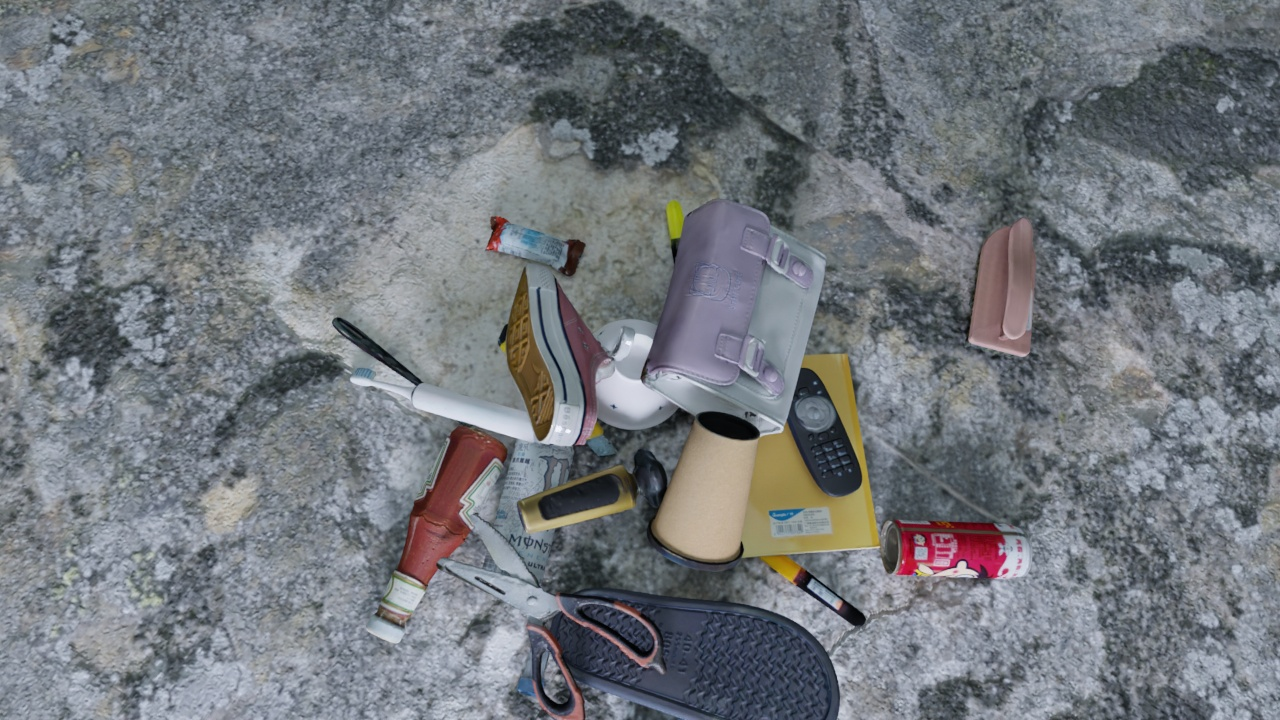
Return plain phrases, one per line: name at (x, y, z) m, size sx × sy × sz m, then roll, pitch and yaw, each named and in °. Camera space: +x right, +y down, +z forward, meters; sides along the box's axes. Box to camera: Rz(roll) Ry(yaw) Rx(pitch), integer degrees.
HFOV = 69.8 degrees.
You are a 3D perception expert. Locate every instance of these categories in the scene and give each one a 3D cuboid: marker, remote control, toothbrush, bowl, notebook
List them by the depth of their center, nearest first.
toothbrush at (-0.188, 0.041, 0.885) m, size 0.221 × 0.027 × 0.026 m, roll 14°, pitch 57°, yaw 19°
marker at (0.166, 0.220, 0.896) m, size 0.124 × 0.015 × 0.018 m, roll 35°, pitch 69°, yaw 5°
remote control at (0.177, 0.072, 0.914) m, size 0.053 × 0.024 × 0.136 m, roll -16°, pitch 70°, yaw -11°
bowl at (-0.005, 0.005, 0.918) m, size 0.118 × 0.065 × 0.118 m, roll 1°, pitch 74°, yaw -5°
toothbrush at (-0.240, 0.010, 0.923) m, size 0.181 × 0.018 × 0.015 m, roll 36°, pitch 77°, yaw 7°
notebook at (0.155, 0.091, 0.925) m, size 0.146 × 0.010 × 0.206 m, roll -3°, pitch 69°, yaw -6°
marker at (0.043, -0.112, 0.983) m, size 0.018 × 0.015 × 0.124 m, roll -7°, pitch 77°, yaw -6°

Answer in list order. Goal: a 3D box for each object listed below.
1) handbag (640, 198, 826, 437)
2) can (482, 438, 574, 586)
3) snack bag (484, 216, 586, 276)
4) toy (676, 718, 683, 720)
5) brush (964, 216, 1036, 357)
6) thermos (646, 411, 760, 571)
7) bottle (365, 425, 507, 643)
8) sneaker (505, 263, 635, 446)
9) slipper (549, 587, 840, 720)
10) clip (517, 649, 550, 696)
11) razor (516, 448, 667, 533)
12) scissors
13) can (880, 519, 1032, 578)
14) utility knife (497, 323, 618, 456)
handbag at (0.092, -0.041, 0.894) m, size 0.145 × 0.099 × 0.196 m, roll 26°, pitch 64°, yaw -19°
can at (-0.106, 0.140, 0.873) m, size 0.058 × 0.058 × 0.146 m, roll 14°, pitch 73°, yaw -1°
snack bag at (-0.113, -0.121, 0.966) m, size 0.105 × 0.026 × 0.045 m, roll 17°, pitch 64°, yaw -1°
toy at (0.015, 0.413, 0.810) m, size 0.156 × 0.050 × 0.161 m, roll -32°, pitch 74°, yaw -15°
brush at (0.388, -0.078, 0.971) m, size 0.063 × 0.073 × 0.145 m, roll 14°, pitch 71°, yaw 0°
thermos at (0.062, 0.123, 0.846) m, size 0.093 × 0.093 × 0.143 m, roll 13°, pitch 108°, yaw -1°
bottle at (-0.194, 0.162, 0.861) m, size 0.060 × 0.060 × 0.205 m, roll 25°, pitch 74°, yaw 3°
sneaker at (-0.068, -0.006, 0.864) m, size 0.087 × 0.118 × 0.240 m, roll 8°, pitch 33°, yaw -24°
slipper at (0.050, 0.275, 0.844) m, size 0.268 × 0.083 × 0.110 m, roll 9°, pitch 68°, yaw 17°
clip at (-0.096, 0.282, 0.854) m, size 0.027 × 0.044 × 0.058 m, roll 14°, pitch 64°, yaw 5°
razor at (-0.042, 0.125, 0.855) m, size 0.167 × 0.068 × 0.062 m, roll -11°, pitch 77°, yaw -38°
scissors at (-0.079, 0.230, 0.813) m, size 0.189 × 0.015 × 0.224 m, roll -11°, pitch 85°, yaw 3°
can at (0.308, 0.185, 0.897) m, size 0.132 × 0.053 × 0.053 m, roll 3°, pitch 73°, yaw -4°
utility knife at (-0.085, 0.030, 0.929) m, size 0.033 × 0.015 × 0.177 m, roll -39°, pitch 80°, yaw -14°
